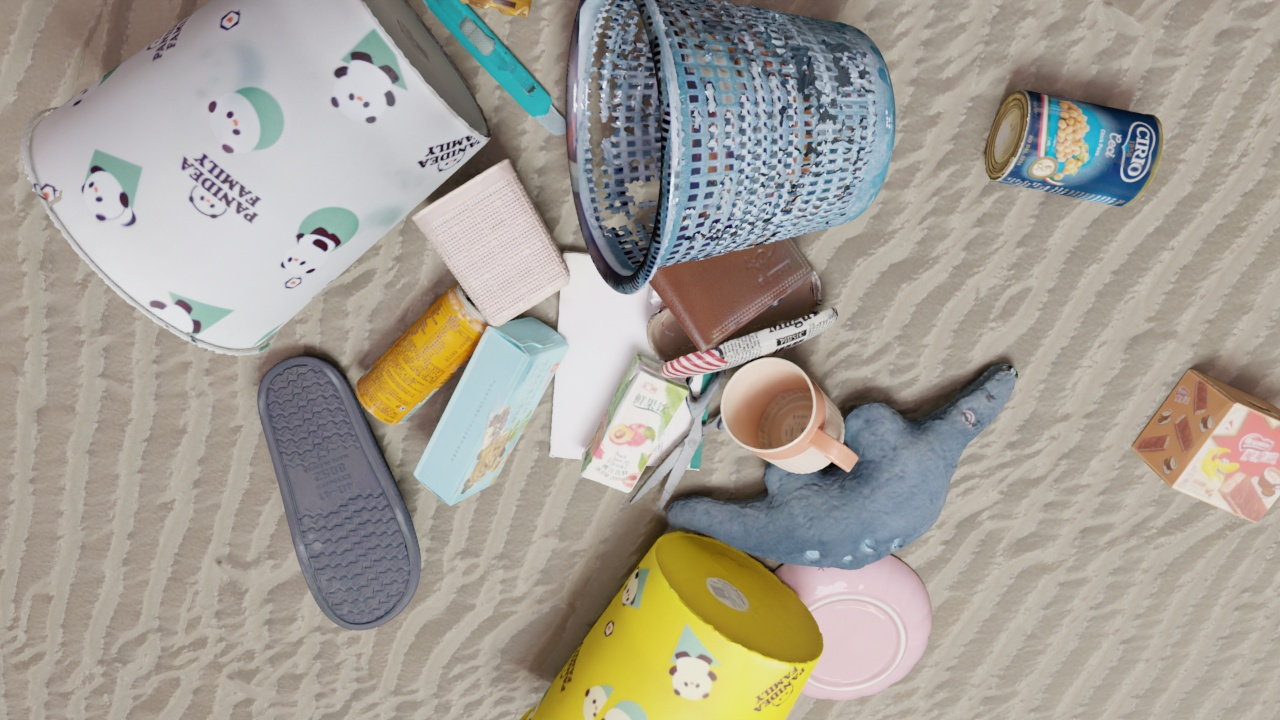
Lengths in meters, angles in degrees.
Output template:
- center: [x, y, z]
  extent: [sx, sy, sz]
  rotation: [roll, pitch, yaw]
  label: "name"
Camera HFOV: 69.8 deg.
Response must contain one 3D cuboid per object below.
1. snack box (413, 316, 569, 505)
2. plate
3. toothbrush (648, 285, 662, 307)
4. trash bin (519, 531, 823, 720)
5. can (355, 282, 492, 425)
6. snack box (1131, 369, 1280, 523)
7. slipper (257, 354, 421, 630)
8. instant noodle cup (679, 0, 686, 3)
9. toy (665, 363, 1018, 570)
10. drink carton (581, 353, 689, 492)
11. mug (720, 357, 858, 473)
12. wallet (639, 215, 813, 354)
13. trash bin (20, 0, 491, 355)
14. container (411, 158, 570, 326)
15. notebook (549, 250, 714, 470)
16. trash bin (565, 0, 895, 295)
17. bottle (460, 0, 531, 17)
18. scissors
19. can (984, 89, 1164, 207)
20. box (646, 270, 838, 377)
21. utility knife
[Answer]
- center: [-0.136, 0.045, 0.836]
  extent: [0.051, 0.074, 0.175]
  rotation: [37, 112, 15]
  label: "snack box"
- center: [0.210, 0.282, 0.951]
  extent: [0.192, 0.039, 0.193]
  rotation: [1, 113, 1]
  label: "plate"
- center: [0.032, -0.132, 0.788]
  extent: [0.016, 0.016, 0.180]
  rotation: [11, 106, -7]
  label: "toothbrush"
- center: [0.032, 0.322, 0.883]
  extent: [0.229, 0.229, 0.256]
  rotation: [27, 105, -9]
  label: "trash bin"
- center: [-0.191, -0.006, 0.832]
  extent: [0.146, 0.058, 0.058]
  rotation: [-42, 106, 17]
  label: "can"
- center: [0.530, 0.077, 0.835]
  extent: [0.093, 0.077, 0.094]
  rotation: [22, 111, -7]
  label: "snack box"
- center: [-0.282, 0.122, 0.886]
  extent: [0.110, 0.083, 0.268]
  rotation: [-18, 94, 0]
  label: "slipper"
- center: [0.026, -0.330, 0.677]
  extent: [0.099, 0.099, 0.110]
  rotation: [17, 121, -5]
  label: "instant noodle cup"
- center: [0.204, 0.121, 0.865]
  extent: [0.357, 0.091, 0.138]
  rotation: [-28, 82, 11]
  label: "toy"
- center: [-0.007, 0.058, 0.848]
  extent: [0.053, 0.045, 0.123]
  rotation: [22, 113, -15]
  label: "drink carton"
- center: [0.140, 0.059, 0.801]
  extent: [0.114, 0.106, 0.081]
  rotation: [33, 90, 32]
  label: "mug"
- center: [0.071, -0.078, 0.768]
  extent: [0.124, 0.032, 0.101]
  rotation: [-35, 82, -12]
  label: "wallet"
- center: [-0.267, -0.167, 0.687]
  extent: [0.252, 0.229, 0.229]
  rotation: [-35, 108, 9]
  label: "trash bin"
- center: [-0.118, -0.097, 0.763]
  extent: [0.090, 0.090, 0.111]
  rotation: [-31, 103, 1]
  label: "container"
- center: [-0.005, 0.005, 0.856]
  extent: [0.150, 0.012, 0.209]
  rotation: [6, 113, -2]
  label: "notebook"
- center: [0.067, -0.169, 0.679]
  extent: [0.194, 0.226, 0.227]
  rotation: [-7, 114, -19]
  label: "trash bin"
- center: [-0.095, -0.352, 0.684]
  extent: [0.057, 0.057, 0.175]
  rotation: [13, 113, -4]
  label: "bottle"
- center: [0.055, 0.074, 0.872]
  extent: [0.162, 0.014, 0.165]
  rotation: [-13, 117, -5]
  label: "scissors"
- center: [0.345, -0.171, 0.739]
  extent: [0.111, 0.075, 0.075]
  rotation: [11, 112, -2]
  label: "can"
- center: [0.092, -0.021, 0.796]
  extent: [0.163, 0.086, 0.076]
  rotation: [-18, 129, -7]
  label: "box"
- center: [-0.120, -0.251, 0.752]
  extent: [0.029, 0.013, 0.174]
  rotation: [-40, 106, 18]
  label: "utility knife"
